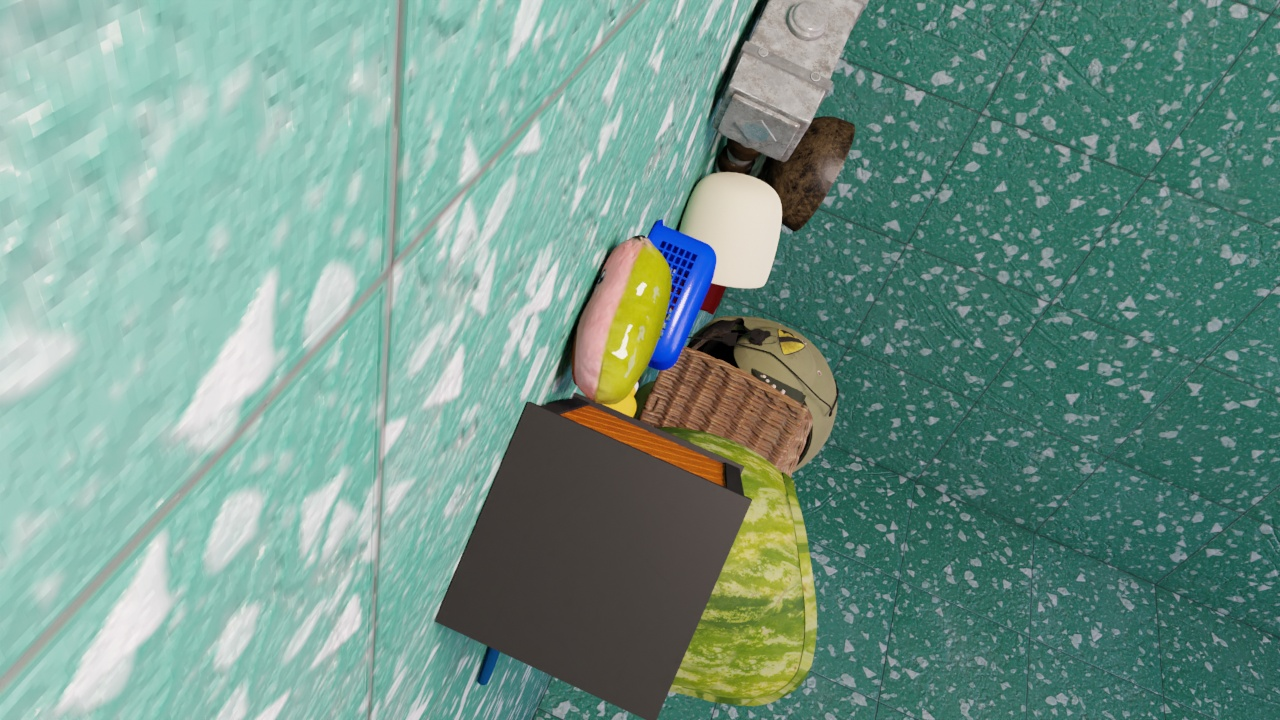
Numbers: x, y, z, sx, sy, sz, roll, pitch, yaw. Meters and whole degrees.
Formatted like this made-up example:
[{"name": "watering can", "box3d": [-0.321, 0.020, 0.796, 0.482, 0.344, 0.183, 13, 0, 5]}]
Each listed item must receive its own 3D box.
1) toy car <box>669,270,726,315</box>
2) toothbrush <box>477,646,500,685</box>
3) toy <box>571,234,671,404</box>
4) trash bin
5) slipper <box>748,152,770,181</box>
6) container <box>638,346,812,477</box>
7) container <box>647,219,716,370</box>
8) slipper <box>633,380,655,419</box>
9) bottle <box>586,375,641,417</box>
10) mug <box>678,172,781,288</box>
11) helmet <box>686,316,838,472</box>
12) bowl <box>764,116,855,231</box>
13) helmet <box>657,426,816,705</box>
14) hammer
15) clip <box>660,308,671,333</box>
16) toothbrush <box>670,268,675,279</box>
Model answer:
[{"name": "toy car", "box3d": [0.078, -0.103, 1.137, 0.169, 0.062, 0.070, -55, 168, -67]}, {"name": "toothbrush", "box3d": [-0.124, 0.238, 0.829, 0.014, 0.014, 0.168, -69, 179, -60]}, {"name": "toy", "box3d": [-0.011, -0.025, 0.587, 0.090, 0.051, 0.110, 20, 91, -88]}, {"name": "trash bin", "box3d": [-0.021, 0.116, 0.611, 0.171, 0.140, 0.139, 0, 113, -85]}, {"name": "slipper", "box3d": [0.155, -0.276, 1.088, 0.115, 0.052, 0.262, -47, -153, 49]}, {"name": "container", "box3d": [0.086, 0.123, 1.030, 0.183, 0.162, 0.250, 0, 115, -66]}, {"name": "container", "box3d": [0.020, -0.050, 0.769, 0.096, 0.058, 0.114, 75, 38, -82]}, {"name": "slipper", "box3d": [-0.011, 0.102, 1.127, 0.191, 0.091, 0.081, -63, -152, 12]}, {"name": "bottle", "box3d": [-0.038, 0.064, 0.761, 0.043, 0.043, 0.143, 107, 8, -55]}, {"name": "mug", "box3d": [0.085, -0.139, 0.919, 0.120, 0.096, 0.100, 46, -51, 54]}, {"name": "helmet", "box3d": [0.140, 0.047, 1.259, 0.232, 0.256, 0.251, -53, 167, -58]}, {"name": "bowl", "box3d": [0.162, -0.199, 0.937, 0.121, 0.056, 0.121, -62, -174, 12]}, {"name": "helmet", "box3d": [0.023, 0.179, 0.823, 0.212, 0.247, 0.243, -81, 163, -68]}, {"name": "hammer", "box3d": [0.117, -0.241, 0.904, 0.327, 0.079, 0.176, 118, -3, -74]}, {"name": "clip", "box3d": [0.014, -0.034, 1.010, 0.076, 0.023, 0.044, 111, 3, -51]}, {"name": "toothbrush", "box3d": [0.020, -0.048, 1.039, 0.187, 0.017, 0.012, 107, -19, -53]}]
